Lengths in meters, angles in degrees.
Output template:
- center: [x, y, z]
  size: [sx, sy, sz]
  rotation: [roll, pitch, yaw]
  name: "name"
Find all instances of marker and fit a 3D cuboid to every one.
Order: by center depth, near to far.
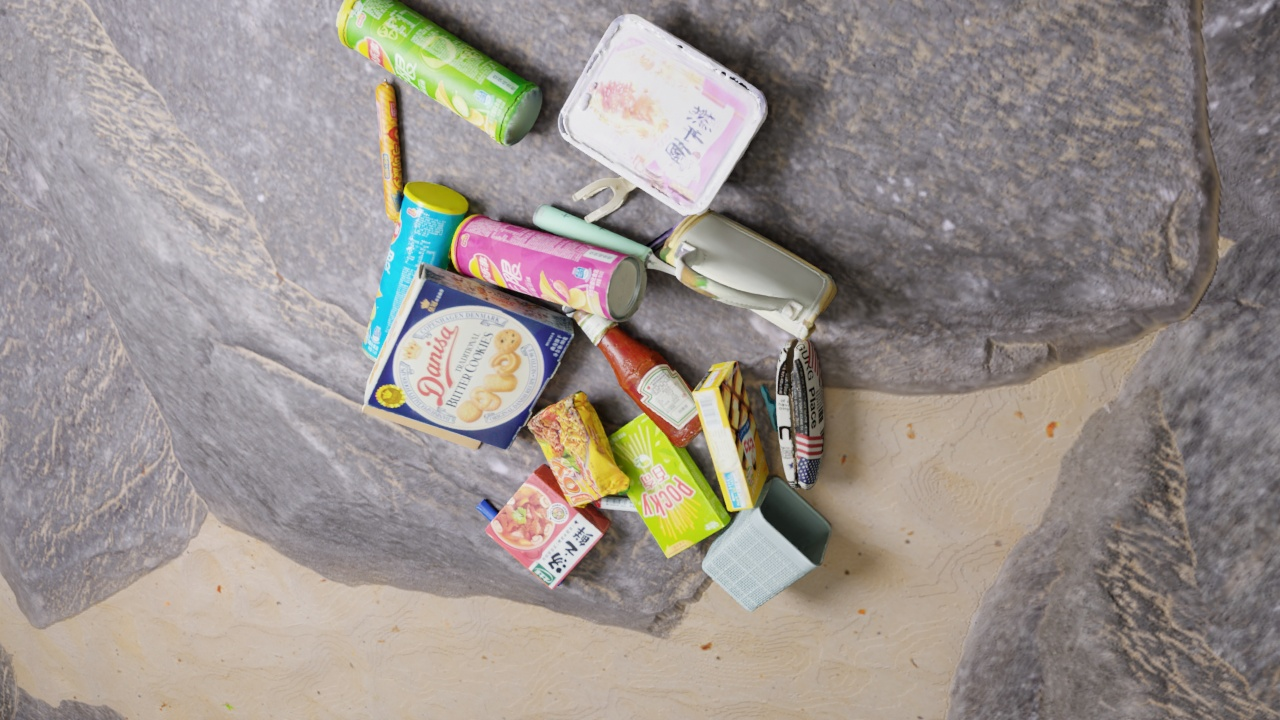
- center: [0.015, 0.173, 1.084]
  size: [0.145, 0.017, 0.017]
  rotation: [2, 110, 19]
  name: "marker"
- center: [-0.152, 0.232, 1.164]
  size: [0.146, 0.016, 0.017]
  rotation: [44, 117, 0]
  name: "marker"

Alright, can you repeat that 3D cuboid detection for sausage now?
- center: [-0.283, -0.233, 1.037]
  size: [0.021, 0.021, 0.165]
  rotation: [7, 112, 17]
  name: "sausage"

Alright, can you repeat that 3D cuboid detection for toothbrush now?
- center: [-0.019, -0.116, 0.957]
  size: [0.225, 0.027, 0.026]
  rotation: [26, 117, 24]
  name: "toothbrush"
- center: [-0.006, -0.105, 0.973]
  size: [0.189, 0.016, 0.014]
  rotation: [-35, 84, 11]
  name: "toothbrush"

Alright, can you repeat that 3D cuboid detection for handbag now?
- center: [0.102, -0.082, 0.872]
  size: [0.163, 0.178, 0.063]
  rotation: [30, 110, 8]
  name: "handbag"

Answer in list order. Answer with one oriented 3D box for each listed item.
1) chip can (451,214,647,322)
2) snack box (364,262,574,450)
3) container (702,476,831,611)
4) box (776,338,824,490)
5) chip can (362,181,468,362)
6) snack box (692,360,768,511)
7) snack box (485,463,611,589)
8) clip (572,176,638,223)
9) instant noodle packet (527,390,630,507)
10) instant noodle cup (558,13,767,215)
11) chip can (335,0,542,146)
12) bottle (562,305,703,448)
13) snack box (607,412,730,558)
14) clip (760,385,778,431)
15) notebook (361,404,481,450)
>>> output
- center: [-0.099, -0.098, 0.964]
  size: [0.211, 0.071, 0.071]
  rotation: [18, 115, 30]
  name: "chip can"
- center: [-0.194, 0.001, 1.035]
  size: [0.182, 0.045, 0.178]
  rotation: [20, 119, -22]
  name: "snack box"
- center: [0.136, 0.207, 1.015]
  size: [0.090, 0.089, 0.112]
  rotation: [43, 119, 1]
  name: "container"
- center: [0.163, 0.057, 0.965]
  size: [0.060, 0.071, 0.164]
  rotation: [8, 110, 43]
  name: "box"
- center: [-0.261, -0.096, 1.053]
  size: [0.071, 0.071, 0.211]
  rotation: [28, 116, 8]
  name: "chip can"
- center: [0.098, 0.080, 0.981]
  size: [0.034, 0.086, 0.140]
  rotation: [-10, 105, 22]
  name: "snack box"
- center: [-0.119, 0.211, 1.119]
  size: [0.113, 0.044, 0.127]
  rotation: [40, 107, 1]
  name: "snack box"
- center: [-0.024, -0.180, 0.966]
  size: [0.102, 0.094, 0.035]
  rotation: [-33, 96, -13]
  name: "clip"
- center: [-0.073, 0.107, 1.055]
  size: [0.111, 0.044, 0.128]
  rotation: [-26, 92, 51]
  name: "instant noodle packet"
- center: [0.023, -0.237, 0.896]
  size: [0.173, 0.060, 0.138]
  rotation: [33, 100, 4]
  name: "instant noodle cup"
- center: [-0.206, -0.306, 0.956]
  size: [0.221, 0.072, 0.073]
  rotation: [33, 116, 6]
  name: "chip can"
- center: [-0.006, 0.006, 1.009]
  size: [0.206, 0.059, 0.060]
  rotation: [47, 117, 5]
  name: "bottle"
- center: [0.026, 0.139, 1.048]
  size: [0.086, 0.026, 0.156]
  rotation: [-35, 85, 26]
  name: "snack box"
- center: [0.148, 0.051, 0.995]
  size: [0.049, 0.015, 0.057]
  rotation: [-7, 107, 19]
  name: "clip"
- center: [-0.214, 0.006, 1.071]
  size: [0.149, 0.012, 0.212]
  rotation: [23, 118, -22]
  name: "notebook"
